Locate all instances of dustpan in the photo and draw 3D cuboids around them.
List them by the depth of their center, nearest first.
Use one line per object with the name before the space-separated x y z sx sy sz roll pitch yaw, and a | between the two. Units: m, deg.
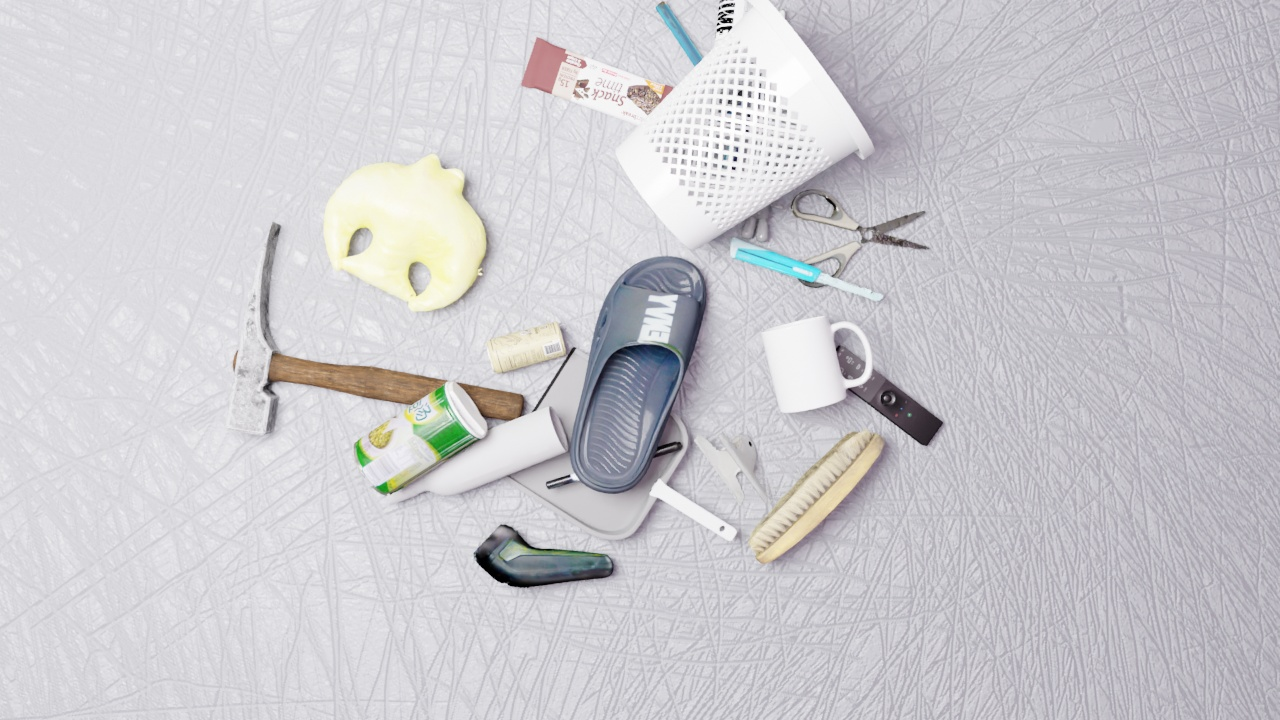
dustpan | -0.007 0.122 1.001 0.257 0.033 0.163 33 88 -6

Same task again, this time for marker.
marker | -0.028 0.112 0.983 0.152 0.011 0.011 -17 93 1

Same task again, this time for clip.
clip | 0.104 0.111 1.009 0.058 0.052 0.102 -32 111 7

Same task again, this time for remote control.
remote control | 0.275 0.040 1.039 0.150 0.013 0.034 37 88 -6

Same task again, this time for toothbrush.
toothbrush | 0.126 -0.299 1.013 0.017 0.016 0.189 19 90 3

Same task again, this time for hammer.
hammer | -0.266 -0.012 0.968 0.300 0.037 0.217 10 90 -7

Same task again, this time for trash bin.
trash bin | 0.093 -0.224 0.923 0.200 0.195 0.195 -37 95 15

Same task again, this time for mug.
mug | 0.195 0.000 0.994 0.110 0.073 0.090 -14 93 10

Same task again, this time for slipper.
slipper | -0.006 0.006 0.957 0.110 0.083 0.267 18 78 1

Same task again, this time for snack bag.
snack bag | -0.046 -0.297 0.995 0.158 0.013 0.057 19 91 -6

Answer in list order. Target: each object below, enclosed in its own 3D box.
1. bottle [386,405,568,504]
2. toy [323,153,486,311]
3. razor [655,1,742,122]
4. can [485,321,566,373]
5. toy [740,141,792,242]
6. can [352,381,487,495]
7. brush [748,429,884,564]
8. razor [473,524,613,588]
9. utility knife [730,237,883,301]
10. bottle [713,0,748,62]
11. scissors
bottle | -0.176 0.107 0.968 0.195 0.052 0.052 -22 94 4
toy | -0.237 -0.138 0.953 0.170 0.064 0.155 30 88 -10
razor | 0.062 -0.330 1.003 0.042 0.022 0.144 -34 90 3
can | -0.123 -0.014 0.982 0.079 0.038 0.038 -16 93 -6
toy | 0.136 -0.187 1.010 0.049 0.030 0.112 13 95 9
can | -0.222 0.078 0.928 0.121 0.067 0.067 -32 95 6
brush | 0.193 0.146 1.011 0.195 0.059 0.043 -44 87 -5
razor | -0.104 0.212 0.989 0.151 0.054 0.067 4 74 -12
utility knife | 0.184 -0.100 1.014 0.179 0.015 0.022 17 102 0
bottle | 0.105 -0.387 0.995 0.041 0.041 0.116 6 91 -7
scissors | 0.236 -0.142 1.029 0.166 0.012 0.157 43 89 -5
